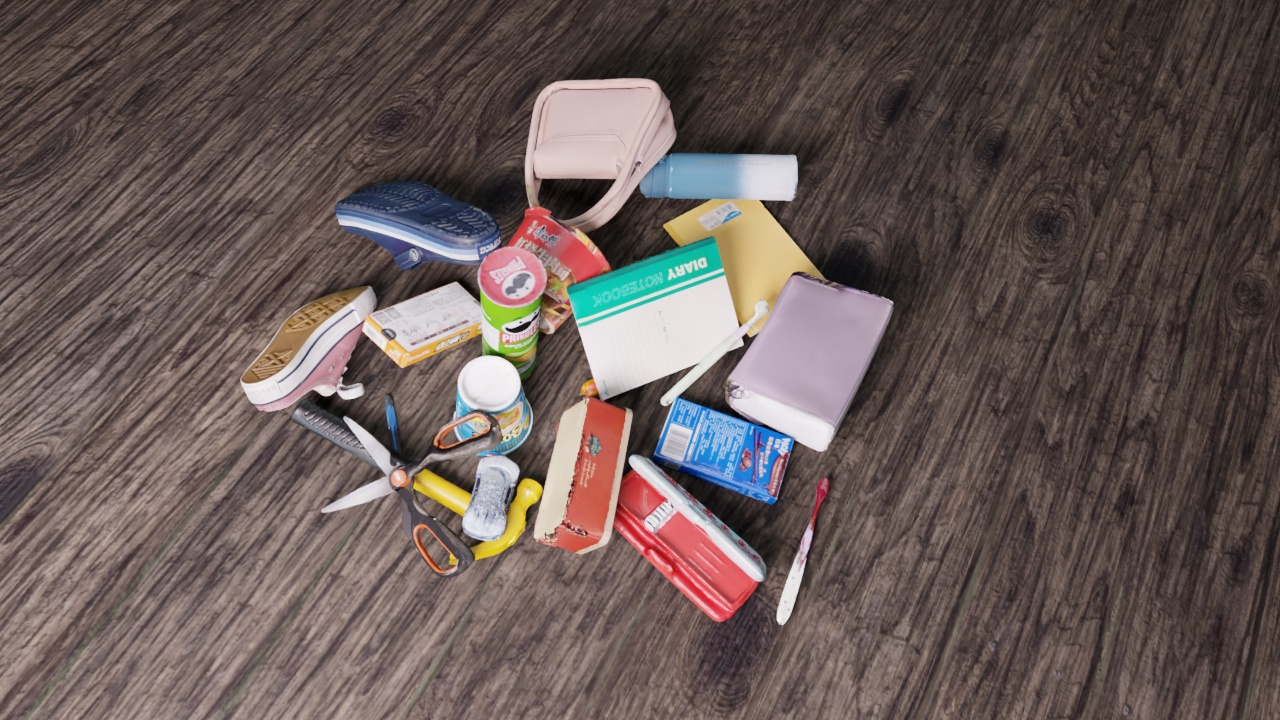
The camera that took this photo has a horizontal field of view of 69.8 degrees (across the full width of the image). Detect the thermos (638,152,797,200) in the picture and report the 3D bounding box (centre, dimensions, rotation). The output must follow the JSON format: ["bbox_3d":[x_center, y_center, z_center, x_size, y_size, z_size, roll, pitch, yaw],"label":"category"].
[{"bbox_3d":[0.106,-0.257,1.276,0.220,0.070,0.070,1,63,-1],"label":"thermos"}]

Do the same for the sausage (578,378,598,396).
[{"bbox_3d":[-0.007,0.007,1.169,0.165,0.021,0.021,-27,69,-18],"label":"sausage"}]

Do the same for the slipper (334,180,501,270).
[{"bbox_3d":[-0.279,-0.164,1.182,0.253,0.095,0.104,18,36,28],"label":"slipper"}]

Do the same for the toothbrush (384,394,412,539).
[{"bbox_3d":[-0.286,0.124,1.088,0.014,0.016,0.189,-13,63,-10],"label":"toothbrush"}]

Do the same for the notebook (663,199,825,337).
[{"bbox_3d":[0.148,-0.143,1.266,0.145,0.010,0.206,-30,70,-19],"label":"notebook"}]

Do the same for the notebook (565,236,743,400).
[{"bbox_3d":[0.022,-0.055,1.154,0.208,0.012,0.150,-21,104,-19],"label":"notebook"}]

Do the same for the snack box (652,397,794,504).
[{"bbox_3d":[0.102,0.110,1.126,0.157,0.026,0.084,20,64,4],"label":"snack box"}]

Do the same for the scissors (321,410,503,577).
[{"bbox_3d":[-0.246,0.131,1.008,0.221,0.021,0.233,-40,74,2],"label":"scissors"}]

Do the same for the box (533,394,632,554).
[{"bbox_3d":[-0.073,0.129,1.055,0.077,0.092,0.168,22,60,-21],"label":"box"}]

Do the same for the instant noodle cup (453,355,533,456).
[{"bbox_3d":[-0.175,0.049,1.081,0.099,0.110,0.099,3,63,-6],"label":"instant noodle cup"}]

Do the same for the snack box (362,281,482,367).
[{"bbox_3d":[-0.258,-0.047,1.129,0.075,0.026,0.153,41,38,15],"label":"snack box"}]

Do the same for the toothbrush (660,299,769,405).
[{"bbox_3d":[0.095,-0.008,1.172,0.189,0.029,0.020,-43,55,-10],"label":"toothbrush"}]

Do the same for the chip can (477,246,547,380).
[{"bbox_3d":[-0.150,-0.045,1.059,0.072,0.236,0.072,3,68,-8],"label":"chip can"}]

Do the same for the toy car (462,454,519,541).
[{"bbox_3d":[-0.167,0.151,1.031,0.049,0.031,0.105,14,55,-6],"label":"toy car"}]

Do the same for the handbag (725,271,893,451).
[{"bbox_3d":[0.211,-0.004,1.154,0.145,0.099,0.196,27,65,12],"label":"handbag"}]

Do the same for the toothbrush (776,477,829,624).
[{"bbox_3d":[0.193,0.224,1.087,0.016,0.017,0.187,18,65,12],"label":"toothbrush"}]

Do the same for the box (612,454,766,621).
[{"bbox_3d":[0.052,0.192,1.040,0.201,0.100,0.095,41,66,14],"label":"box"}]

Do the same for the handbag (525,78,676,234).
[{"bbox_3d":[-0.069,-0.265,1.223,0.194,0.093,0.233,4,60,26],"label":"handbag"}]

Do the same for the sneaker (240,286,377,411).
[{"bbox_3d":[-0.379,-0.005,1.090,0.118,0.088,0.240,-7,31,18],"label":"sneaker"}]

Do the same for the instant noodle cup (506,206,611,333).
[{"bbox_3d":[-0.121,-0.107,1.159,0.138,0.138,0.108,34,74,11],"label":"instant noodle cup"}]

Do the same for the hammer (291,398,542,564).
[{"bbox_3d":[-0.269,0.129,1.060,0.301,0.033,0.128,29,56,5],"label":"hammer"}]
